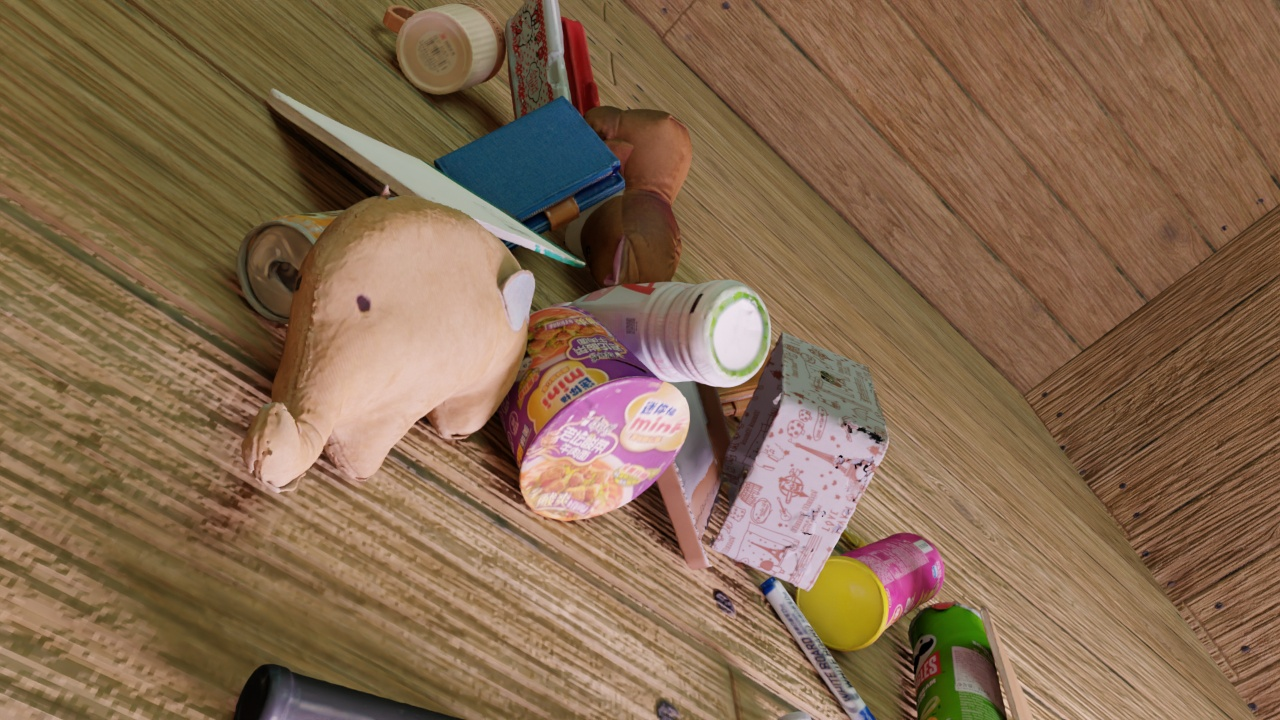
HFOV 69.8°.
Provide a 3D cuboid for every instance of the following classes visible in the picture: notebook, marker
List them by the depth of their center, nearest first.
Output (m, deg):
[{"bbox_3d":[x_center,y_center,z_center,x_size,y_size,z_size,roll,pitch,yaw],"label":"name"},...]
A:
[{"bbox_3d":[-0.151,-0.127,0.648,0.209,0.012,0.150,35,11,35],"label":"notebook"},{"bbox_3d":[0.136,0.223,0.673,0.145,0.017,0.016,55,22,19],"label":"marker"},{"bbox_3d":[0.319,0.313,0.747,0.208,0.008,0.147,54,24,-41],"label":"notebook"}]

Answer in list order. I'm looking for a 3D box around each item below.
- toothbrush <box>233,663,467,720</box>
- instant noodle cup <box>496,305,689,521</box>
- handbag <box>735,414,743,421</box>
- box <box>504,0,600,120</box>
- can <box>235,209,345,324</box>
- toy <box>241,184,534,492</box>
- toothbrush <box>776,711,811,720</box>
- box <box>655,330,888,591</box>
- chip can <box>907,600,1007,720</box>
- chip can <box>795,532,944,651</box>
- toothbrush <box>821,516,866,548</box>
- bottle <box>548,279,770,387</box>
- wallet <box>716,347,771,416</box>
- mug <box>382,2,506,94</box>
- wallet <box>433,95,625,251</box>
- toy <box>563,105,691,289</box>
[{"bbox_3d":[-0.063,0.166,0.380,0.212,0.026,0.027,34,59,-35],"label":"toothbrush"},{"bbox_3d":[-0.041,0.025,0.570,0.111,0.112,0.099,23,23,-47],"label":"instant noodle cup"},{"bbox_3d":[0.178,0.080,0.962,0.178,0.063,0.163,57,24,15],"label":"handbag"},{"bbox_3d":[-0.084,-0.272,0.926,0.099,0.095,0.201,134,-51,-72],"label":"box"},{"bbox_3d":[-0.165,-0.060,0.540,0.058,0.058,0.145,48,21,2],"label":"can"},{"bbox_3d":[-0.125,-0.012,0.449,0.225,0.083,0.143,-28,116,-69],"label":"toy"},{"bbox_3d":[0.119,0.296,0.493,0.026,0.026,0.220,-5,42,-14],"label":"toothbrush"},{"bbox_3d":[0.070,0.057,0.689,0.168,0.151,0.181,25,19,1],"label":"box"},{"bbox_3d":[0.251,0.278,0.717,0.072,0.072,0.235,46,21,-2],"label":"chip can"},{"bbox_3d":[0.203,0.192,0.785,0.071,0.071,0.210,56,22,22],"label":"chip can"},{"bbox_3d":[0.204,0.175,0.896,0.191,0.016,0.018,41,30,-18],"label":"toothbrush"},{"bbox_3d":[-0.002,-0.021,0.640,0.068,0.068,0.197,30,-16,-38],"label":"bottle"},{"bbox_3d":[0.077,0.008,0.864,0.130,0.035,0.119,-11,61,-36],"label":"wallet"},{"bbox_3d":[-0.202,-0.320,0.917,0.114,0.082,0.105,29,24,-5],"label":"mug"},{"bbox_3d":[-0.092,-0.158,0.780,0.106,0.133,0.040,53,-16,17],"label":"wallet"},{"bbox_3d":[-0.014,-0.139,0.864,0.140,0.131,0.199,31,53,-65],"label":"toy"}]
